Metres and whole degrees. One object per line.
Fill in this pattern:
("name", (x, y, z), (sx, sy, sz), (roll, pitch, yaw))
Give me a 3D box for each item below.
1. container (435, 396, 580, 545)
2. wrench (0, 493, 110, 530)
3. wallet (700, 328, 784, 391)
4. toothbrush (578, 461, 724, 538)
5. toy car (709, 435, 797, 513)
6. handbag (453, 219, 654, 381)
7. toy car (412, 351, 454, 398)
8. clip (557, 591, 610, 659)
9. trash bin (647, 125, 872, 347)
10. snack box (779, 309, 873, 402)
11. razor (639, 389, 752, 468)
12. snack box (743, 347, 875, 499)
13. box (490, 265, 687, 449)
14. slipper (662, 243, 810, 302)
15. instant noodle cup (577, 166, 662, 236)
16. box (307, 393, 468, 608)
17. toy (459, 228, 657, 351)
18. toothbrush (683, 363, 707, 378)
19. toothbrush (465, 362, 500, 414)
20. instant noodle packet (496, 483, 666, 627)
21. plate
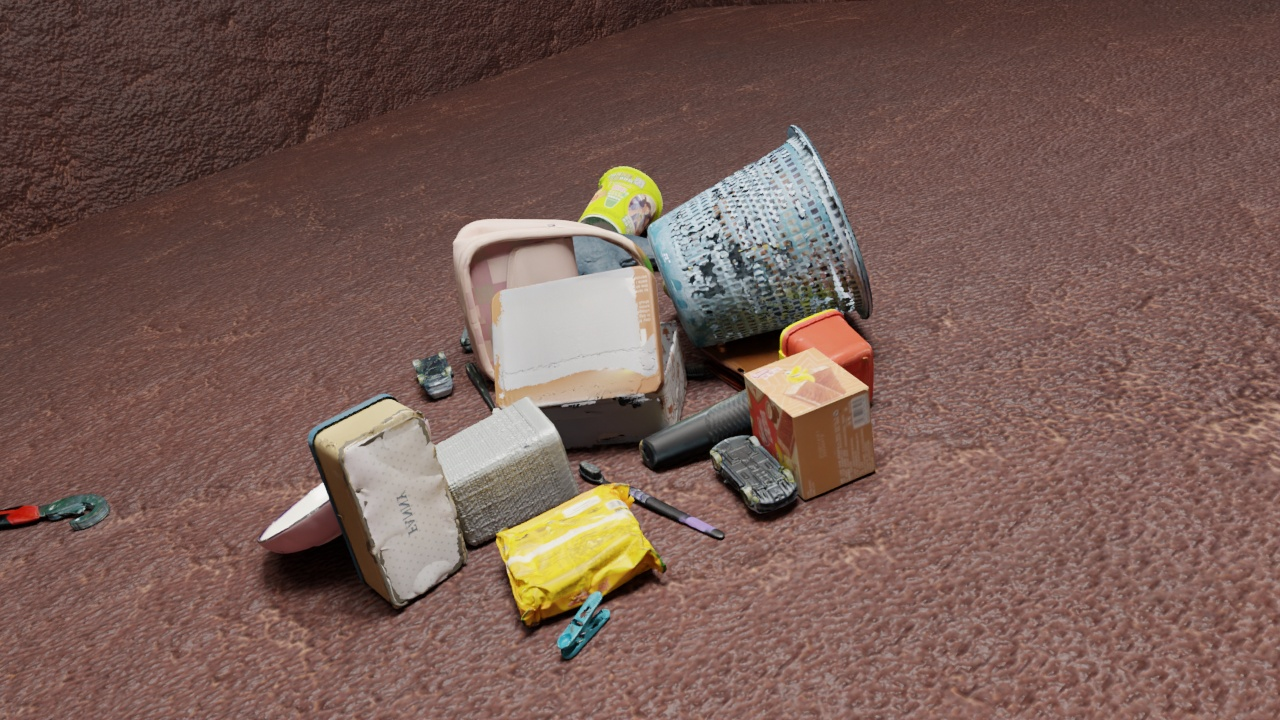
("container", (-0.133, 0.107, 0.875), (0.114, 0.090, 0.090), (-25, 30, -17))
("wrench", (-0.736, 0.185, 1.058), (0.273, 0.016, 0.056), (-7, 28, 9))
("wallet", (0.139, -0.003, 1.021), (0.101, 0.032, 0.124), (-22, 27, -18))
("toothbrush", (0.005, 0.128, 0.855), (0.189, 0.017, 0.014), (19, 41, 42))
("toy car", (0.102, 0.104, 0.840), (0.049, 0.031, 0.105), (-19, 30, -14))
("handbag", (-0.099, -0.083, 1.106), (0.234, 0.193, 0.093), (-10, 30, -6))
("toy car", (-0.257, 0.017, 1.145), (0.043, 0.034, 0.090), (-23, 27, -12))
("clip", (-0.045, 0.210, 0.721), (0.014, 0.040, 0.056), (11, 44, 39))
("trash bin", (0.121, -0.116, 1.016), (0.195, 0.227, 0.226), (-22, 28, 6))
("snack box", (0.191, 0.006, 0.924), (0.082, 0.091, 0.080), (-23, 36, -17))
("razor", (0.078, 0.064, 0.913), (0.167, 0.062, 0.067), (-22, -1, -6))
("snack box", (0.154, 0.056, 0.840), (0.077, 0.093, 0.094), (-20, 30, -14))
("box", (-0.058, -0.010, 0.959), (0.182, 0.178, 0.152), (-5, 28, 13))
("slipper", (0.124, -0.088, 1.149), (0.190, 0.092, 0.081), (-7, 67, -9))
("instant noodle cup", (-0.039, -0.224, 1.429), (0.112, 0.112, 0.123), (3, 39, 27))
("box", (-0.216, 0.116, 0.791), (0.089, 0.184, 0.061), (-28, 29, -36))
("toy", (-0.111, -0.120, 1.294), (0.355, 0.092, 0.138), (-27, 59, -22))
("toothbrush", (-0.006, 0.006, 1.082), (0.190, 0.016, 0.014), (5, 27, 31))
("toothbrush", (-0.188, 0.037, 1.103), (0.015, 0.018, 0.181), (-23, 28, -13))
("instant noodle packet", (-0.052, 0.163, 0.784), (0.128, 0.044, 0.110), (-22, 36, -9))
("plate", (-0.278, 0.127, 0.893), (0.192, 0.039, 0.192), (-34, 10, 7))
